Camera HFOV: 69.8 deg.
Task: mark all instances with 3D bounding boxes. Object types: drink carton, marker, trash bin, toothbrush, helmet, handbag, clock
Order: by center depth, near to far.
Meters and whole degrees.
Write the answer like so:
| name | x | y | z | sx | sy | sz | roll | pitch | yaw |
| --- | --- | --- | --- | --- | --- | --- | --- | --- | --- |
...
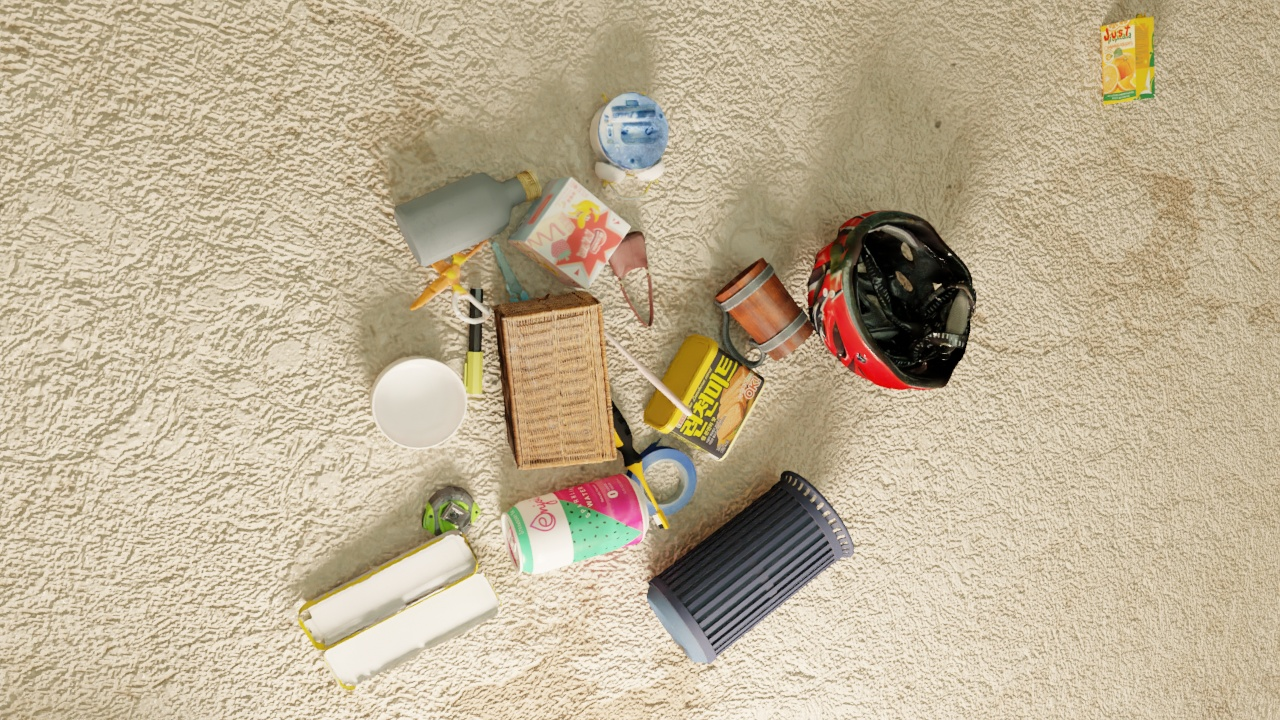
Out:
| name | x | y | z | sx | sy | sz | roll | pitch | yaw |
| --- | --- | --- | --- | --- | --- | --- | --- | --- | --- |
| marker | -0.194 | -0.023 | 1.069 | 0.021 | 0.017 | 0.124 | 0 | 97 | -24 |
| clock | -0.014 | -0.255 | 1.091 | 0.088 | 0.052 | 0.125 | -8 | 101 | -22 |
| toothbrush | -0.007 | 0.006 | 1.112 | 0.181 | 0.016 | 0.018 | 42 | 86 | 6 |
| handbag | -0.006 | -0.096 | 1.136 | 0.055 | 0.029 | 0.120 | -25 | 112 | -20 |
| toothbrush | -0.010 | 0.125 | 1.149 | 0.031 | 0.031 | 0.196 | -24 | 97 | 24 |
| trash bin | 0.136 | 0.271 | 1.191 | 0.249 | 0.139 | 0.139 | -35 | 110 | -13 |
| helmet | 0.319 | -0.076 | 1.193 | 0.272 | 0.167 | 0.217 | 33 | 69 | -33 |
| drink carton | 0.729 | -0.450 | 1.372 | 0.041 | 0.058 | 0.122 | -12 | 103 | -21 |

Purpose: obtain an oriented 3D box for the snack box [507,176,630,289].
| name | x | y | z | sx | sy | sz | roll | pitch | yaw |
| --- | --- | --- | --- | --- | --- | --- | --- | --- | --- |
| snack box | -0.083 | -0.147 | 1.063 | 0.094 | 0.079 | 0.093 | 37 | 83 | -24 |

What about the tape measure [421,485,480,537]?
| name | x | y | z | sx | sy | sz | roll | pitch | yaw |
| --- | --- | --- | --- | --- | --- | --- | --- | --- | --- |
| tape measure | -0.223 | 0.181 | 1.078 | 0.058 | 0.036 | 0.065 | 33 | 85 | -23 |

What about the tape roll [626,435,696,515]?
| name | x | y | z | sx | sy | sz | roll | pitch | yaw |
| --- | --- | --- | --- | --- | --- | --- | --- | --- | --- |
| tape roll | 0.027 | 0.156 | 1.191 | 0.093 | 0.016 | 0.091 | 42 | 81 | -23 |

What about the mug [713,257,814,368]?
| name | x | y | z | sx | sy | sz | roll | pitch | yaw |
| --- | --- | --- | --- | --- | --- | --- | --- | --- | --- |
| mug | 0.148 | -0.053 | 1.174 | 0.118 | 0.081 | 0.111 | -37 | 96 | 32 |

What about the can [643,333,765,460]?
| name | x | y | z | sx | sy | sz | roll | pitch | yaw |
| --- | --- | --- | --- | --- | --- | --- | --- | --- | --- |
| can | 0.083 | 0.049 | 1.169 | 0.101 | 0.072 | 0.130 | 32 | 85 | -26 |

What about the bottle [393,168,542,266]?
| name | x | y | z | sx | sy | sz | roll | pitch | yaw |
| --- | --- | --- | --- | --- | --- | --- | --- | --- | --- |
| bottle | -0.188 | -0.169 | 1.029 | 0.161 | 0.046 | 0.072 | -28 | 89 | -19 |

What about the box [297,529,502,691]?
| name | x | y | z | sx | sy | sz | roll | pitch | yaw |
| --- | --- | --- | --- | --- | --- | --- | --- | --- | --- |
| box | -0.276 | 0.290 | 1.064 | 0.209 | 0.023 | 0.127 | -26 | 114 | -8 |

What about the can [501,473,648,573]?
| name | x | y | z | sx | sy | sz | roll | pitch | yaw |
| --- | --- | --- | --- | --- | --- | --- | --- | --- | --- |
| can | -0.078 | 0.198 | 1.113 | 0.165 | 0.088 | 0.088 | -13 | 103 | -21 |

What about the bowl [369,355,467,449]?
| name | x | y | z | sx | sy | sz | roll | pitch | yaw |
| --- | --- | --- | --- | --- | --- | --- | --- | --- | --- |
| bowl | -0.253 | 0.044 | 1.035 | 0.104 | 0.054 | 0.105 | -5 | 102 | -23 |

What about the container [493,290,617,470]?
| name | x | y | z | sx | sy | sz | roll | pitch | yaw |
| --- | --- | --- | --- | --- | --- | --- | --- | --- | --- |
| container | -0.100 | 0.021 | 1.055 | 0.112 | 0.114 | 0.198 | -7 | 103 | -13 |

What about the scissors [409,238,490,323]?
| name | x | y | z | sx | sy | sz | roll | pitch | yaw |
| --- | --- | --- | --- | --- | --- | --- | --- | --- | --- |
| scissors | -0.212 | -0.096 | 1.042 | 0.125 | 0.011 | 0.128 | -45 | 98 | -18 |

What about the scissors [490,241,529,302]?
| name | x | y | z | sx | sy | sz | roll | pitch | yaw |
| --- | --- | --- | --- | --- | --- | --- | --- | --- | --- |
| scissors | -0.145 | -0.078 | 1.084 | 0.056 | 0.015 | 0.137 | -27 | 112 | -15 |
